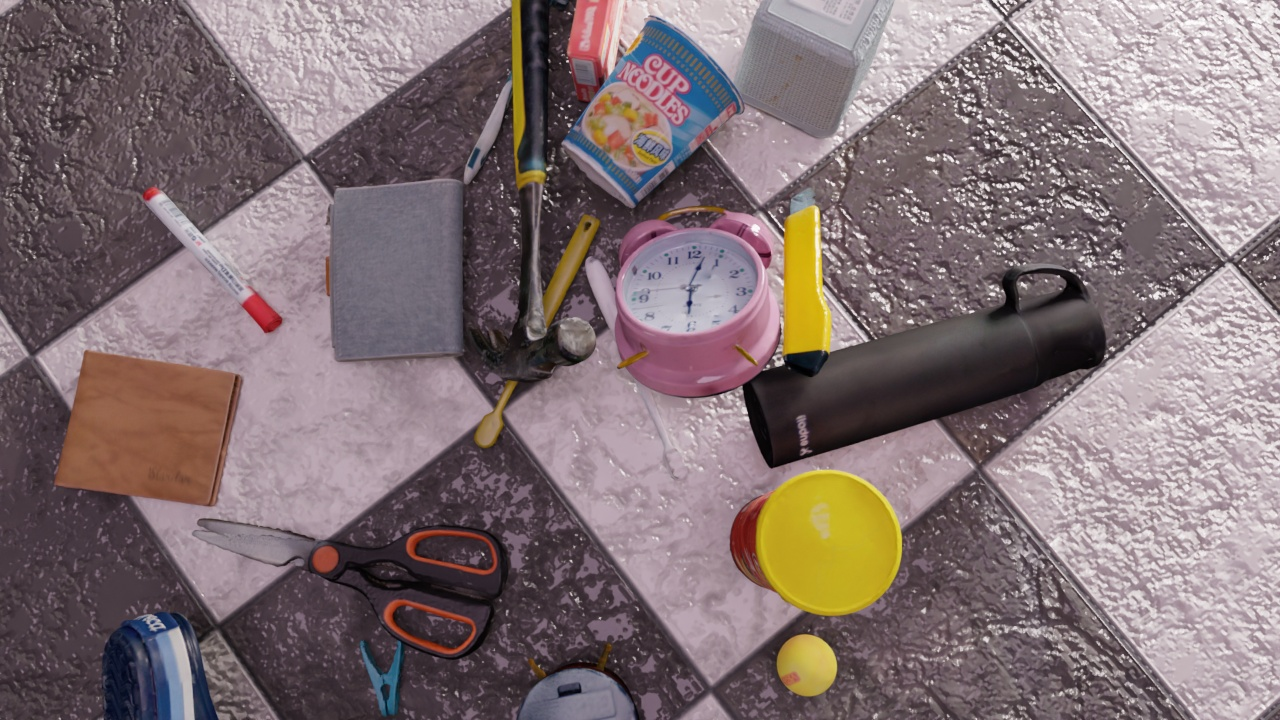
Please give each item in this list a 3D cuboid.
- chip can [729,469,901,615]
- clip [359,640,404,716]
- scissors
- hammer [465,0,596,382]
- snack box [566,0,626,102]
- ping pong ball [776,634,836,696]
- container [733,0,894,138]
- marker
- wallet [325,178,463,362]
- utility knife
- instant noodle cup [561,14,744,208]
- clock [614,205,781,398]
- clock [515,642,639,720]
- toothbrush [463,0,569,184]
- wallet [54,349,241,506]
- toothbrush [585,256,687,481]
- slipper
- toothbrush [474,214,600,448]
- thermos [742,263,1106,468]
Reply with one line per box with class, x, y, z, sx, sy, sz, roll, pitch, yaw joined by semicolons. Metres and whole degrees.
chip can;0.094;0.109;0.553;0.073;0.217;0.073;0;79;1
clip;-0.178;0.220;0.641;0.034;0.013;0.055;-13;81;0
scissors;-0.204;0.132;0.656;0.235;0.022;0.139;33;75;10
hammer;-0.081;-0.142;0.655;0.031;0.126;0.323;9;73;-37
snack box;-0.026;-0.279;0.689;0.025;0.075;0.152;9;81;3
ping pong ball;0.113;0.208;0.626;0.040;0.040;0.040;0;81;0
container;0.127;-0.234;0.662;0.090;0.111;0.090;27;82;4
marker;-0.323;-0.077;0.690;0.017;0.017;0.145;-44;83;-6
wallet;-0.181;-0.064;0.675;0.106;0.037;0.129;-3;83;9
utility knife;0.118;-0.060;0.652;0.033;0.015;0.176;-5;53;16
instant noodle cup;0.004;-0.173;0.667;0.099;0.099;0.110;41;91;7
clock;0.038;-0.052;0.644;0.117;0.060;0.158;-3;50;10
clock;-0.038;0.257;0.613;0.082;0.055;0.122;-11;82;-2
toothbrush;-0.093;-0.219;0.711;0.018;0.016;0.191;24;81;-6
wallet;-0.358;0.049;0.669;0.115;0.020;0.101;8;82;-1
toothbrush;-0.004;0.004;0.673;0.016;0.016;0.180;-21;81;-7
slipper;-0.287;0.283;0.597;0.095;0.105;0.253;-10;95;-42
toothbrush;-0.075;-0.022;0.679;0.016;0.016;0.190;24;81;5
thermos;0.194;-0.001;0.641;0.242;0.068;0.090;-17;109;-3
